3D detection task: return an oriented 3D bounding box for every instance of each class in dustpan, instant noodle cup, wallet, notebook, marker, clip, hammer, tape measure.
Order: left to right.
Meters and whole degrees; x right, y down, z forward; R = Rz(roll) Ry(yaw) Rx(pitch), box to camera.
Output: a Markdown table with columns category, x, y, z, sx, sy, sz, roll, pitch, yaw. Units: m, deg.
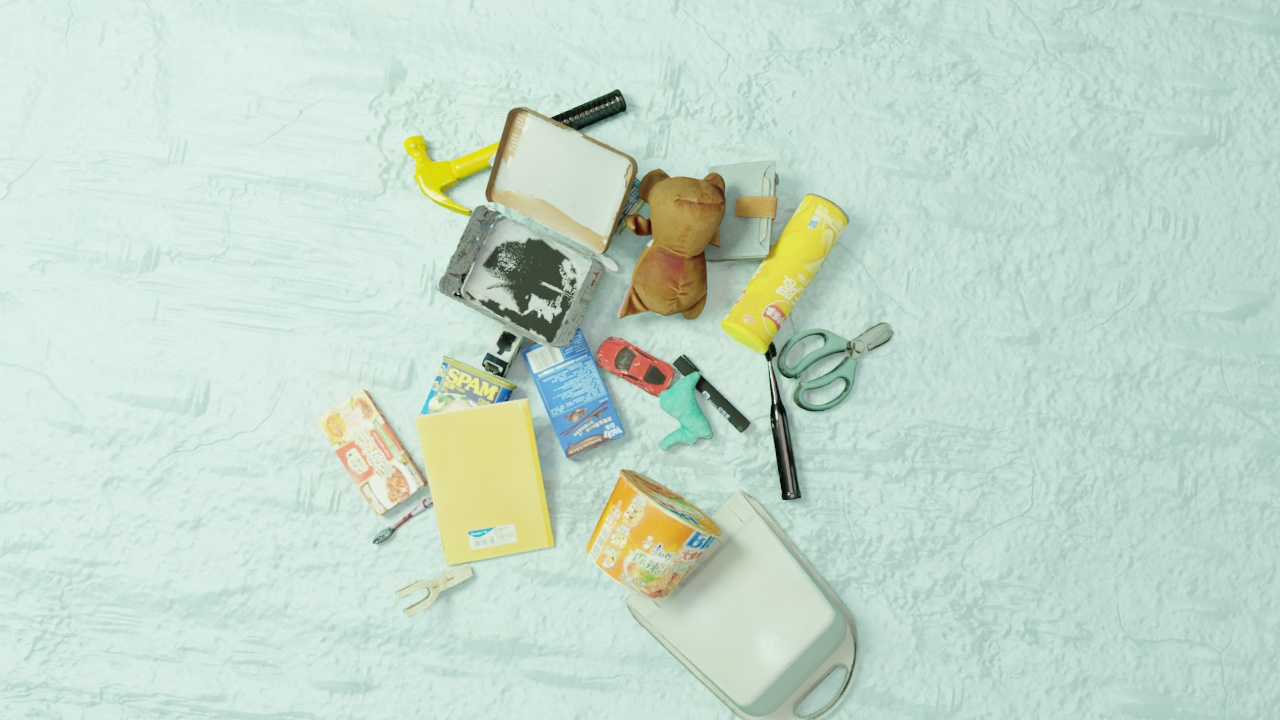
| category | x | y | z | sx | sy | sz | roll | pitch | yaw |
| --- | --- | --- | --- | --- | --- | --- | --- | --- | --- |
| clip | -0.269 | 0.294 | 1.171 | 0.101 | 0.096 | 0.035 | -24 | 86 | 7 |
| notebook | -0.198 | 0.157 | 1.177 | 0.146 | 0.010 | 0.206 | -10 | 105 | -3 |
| tape measure | -0.178 | -0.012 | 1.196 | 0.033 | 0.066 | 0.066 | 27 | 87 | -3 |
| hammer | -0.161 | -0.293 | 1.237 | 0.300 | 0.033 | 0.128 | -24 | 87 | -4 |
| instant noodle cup | 0.009 | 0.221 | 1.151 | 0.151 | 0.151 | 0.111 | 32 | 93 | 1 |
| marker | 0.095 | 0.044 | 1.226 | 0.132 | 0.020 | 0.022 | 45 | 72 | 3 |
| wallet | 0.132 | -0.198 | 1.215 | 0.107 | 0.037 | 0.129 | 1 | 83 | 35 |
| dustpan | 0.155 | 0.350 | 1.208 | 0.222 | 0.143 | 0.258 | -43 | 59 | -5 |

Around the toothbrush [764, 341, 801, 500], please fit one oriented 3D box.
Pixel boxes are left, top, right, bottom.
| category | x | y | z | sx | sy | sz | roll | pitch | yaw |
| --- | --- | --- | --- | --- | --- | --- | --- | --- | --- |
| toothbrush | 0.186 | 0.079 | 1.224 | 0.027 | 0.026 | 0.212 | -3 | 82 | -37 |

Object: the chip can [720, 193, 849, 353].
| category | x | y | z | sx | sy | sz | roll | pitch | yaw |
| --- | --- | --- | --- | --- | --- | --- | --- | --- | --- |
| chip can | 0.192 | -0.115 | 1.216 | 0.072 | 0.072 | 0.213 | 34 | 84 | 1 |

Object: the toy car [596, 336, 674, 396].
| category | x | y | z | sx | sy | sz | roll | pitch | yaw |
| --- | --- | --- | --- | --- | --- | --- | --- | --- | --- |
| toy car | -0.007 | 0.007 | 1.214 | 0.106 | 0.031 | 0.049 | 29 | 84 | -7 |

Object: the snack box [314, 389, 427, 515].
| category | x | y | z | sx | sy | sz | roll | pitch | yaw |
| --- | --- | --- | --- | --- | --- | --- | --- | --- | --- |
| snack box | -0.352 | 0.120 | 1.200 | 0.075 | 0.025 | 0.153 | -33 | 87 | -5 |

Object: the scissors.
| category | x | y | z | sx | sy | sz | roll | pitch | yaw |
| --- | --- | --- | --- | --- | --- | --- | --- | --- | --- |
| scissors | 0.275 | 0.014 | 1.234 | 0.185 | 0.019 | 0.129 | -9 | 91 | -8 |

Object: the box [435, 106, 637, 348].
| category | x | y | z | sx | sy | sz | roll | pitch | yaw |
| --- | --- | --- | --- | --- | --- | --- | --- | --- | --- |
| box | -0.123 | -0.165 | 1.157 | 0.178 | 0.102 | 0.261 | 27 | 95 | 11 |

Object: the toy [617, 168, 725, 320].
| category | x | y | z | sx | sy | sz | roll | pitch | yaw |
| --- | --- | --- | --- | --- | --- | --- | --- | --- | --- |
| toy | 0.040 | -0.144 | 1.182 | 0.140 | 0.130 | 0.200 | 2 | 112 | -16 |

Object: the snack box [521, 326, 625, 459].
| category | x | y | z | sx | sy | sz | roll | pitch | yaw |
| --- | --- | --- | --- | --- | --- | --- | --- | --- | --- |
| snack box | -0.089 | 0.043 | 1.215 | 0.084 | 0.026 | 0.157 | -23 | 86 | -4 |

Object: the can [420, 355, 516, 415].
| category | x | y | z | sx | sy | sz | roll | pitch | yaw |
| --- | --- | --- | --- | --- | --- | --- | --- | --- | --- |
| can | -0.225 | 0.051 | 1.195 | 0.102 | 0.057 | 0.083 | 23 | 87 | 0 |

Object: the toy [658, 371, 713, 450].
| category | x | y | z | sx | sy | sz | roll | pitch | yaw |
| --- | --- | --- | --- | --- | --- | --- | --- | --- | --- |
| toy | 0.057 | 0.074 | 1.211 | 0.096 | 0.030 | 0.092 | -33 | 101 | -5 |

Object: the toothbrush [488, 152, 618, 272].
| category | x | y | z | sx | sy | sz | roll | pitch | yaw |
| --- | --- | --- | --- | --- | --- | --- | --- | --- | --- |
| toothbrush | -0.111 | -0.194 | 1.215 | 0.221 | 0.026 | 0.026 | 43 | 83 | -10 |

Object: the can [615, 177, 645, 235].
| category | x | y | z | sx | sy | sz | roll | pitch | yaw |
| --- | --- | --- | --- | --- | --- | --- | --- | --- | --- |
| can | -0.049 | -0.228 | 1.214 | 0.111 | 0.075 | 0.075 | 38 | 85 | 1 |

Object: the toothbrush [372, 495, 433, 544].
| category | x | y | z | sx | sy | sz | roll | pitch | yaw |
| --- | --- | --- | --- | --- | --- | --- | --- | --- | --- |
| toothbrush | -0.274 | 0.182 | 1.202 | 0.187 | 0.017 | 0.016 | -37 | 88 | -4 |
